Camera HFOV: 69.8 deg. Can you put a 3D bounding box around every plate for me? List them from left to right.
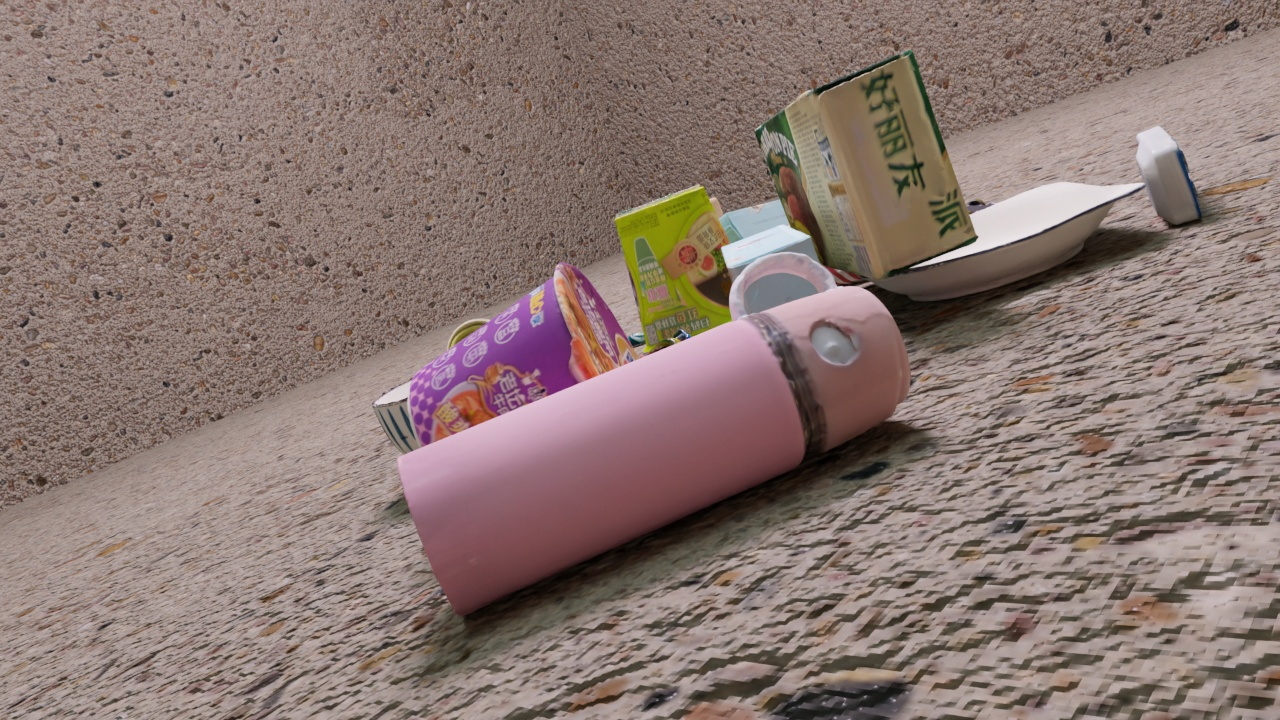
[{"bbox_3d":[0.226,-0.074,0.597,0.164,0.034,0.164,-20,9,7],"label":"plate"}]

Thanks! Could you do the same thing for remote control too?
[{"bbox_3d":[0.330,-0.118,0.580,0.024,0.049,0.124,-19,8,30],"label":"remote control"}]

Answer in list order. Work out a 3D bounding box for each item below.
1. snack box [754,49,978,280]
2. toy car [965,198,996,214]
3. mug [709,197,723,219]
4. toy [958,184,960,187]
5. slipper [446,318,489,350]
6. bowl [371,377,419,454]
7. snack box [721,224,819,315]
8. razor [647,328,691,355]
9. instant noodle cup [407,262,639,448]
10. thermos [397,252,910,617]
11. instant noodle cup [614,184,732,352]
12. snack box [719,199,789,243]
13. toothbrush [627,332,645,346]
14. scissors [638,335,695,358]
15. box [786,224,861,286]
[{"bbox_3d":[0.138,-0.123,0.614,0.063,0.114,0.240,-22,8,3],"label":"snack box"},{"bbox_3d":[0.253,-0.118,0.808,0.123,0.037,0.056,0,22,32],"label":"toy car"},{"bbox_3d":[0.057,-0.117,1.023,0.124,0.103,0.084,-26,10,-29],"label":"mug"},{"bbox_3d":[0.246,-0.143,0.928,0.121,0.054,0.160,-29,4,-27],"label":"toy"},{"bbox_3d":[-0.127,0.000,0.816,0.092,0.081,0.190,-14,11,22],"label":"slipper"},{"bbox_3d":[-0.109,0.035,0.602,0.116,0.066,0.116,-20,10,4],"label":"bowl"},{"bbox_3d":[0.088,-0.041,0.586,0.052,0.074,0.174,-20,9,7],"label":"snack box"},{"bbox_3d":[0.022,0.015,0.485,0.043,0.022,0.142,-52,21,7],"label":"razor"},{"bbox_3d":[-0.053,0.021,0.456,0.099,0.111,0.111,-26,8,10],"label":"instant noodle cup"},{"bbox_3d":[0.005,0.022,0.367,0.198,0.087,0.067,-24,-20,-9],"label":"thermos"},{"bbox_3d":[0.034,-0.079,0.775,0.112,0.123,0.111,-20,9,3],"label":"instant noodle cup"},{"bbox_3d":[0.112,-0.123,0.969,0.074,0.051,0.174,-37,-7,33],"label":"snack box"},{"bbox_3d":[-0.001,-0.024,0.874,0.192,0.018,0.016,-18,9,22],"label":"toothbrush"},{"bbox_3d":[0.003,0.000,0.732,0.185,0.015,0.208,-21,9,7],"label":"scissors"},{"bbox_3d":[0.139,-0.085,0.810,0.163,0.076,0.087,-8,35,45],"label":"box"}]
